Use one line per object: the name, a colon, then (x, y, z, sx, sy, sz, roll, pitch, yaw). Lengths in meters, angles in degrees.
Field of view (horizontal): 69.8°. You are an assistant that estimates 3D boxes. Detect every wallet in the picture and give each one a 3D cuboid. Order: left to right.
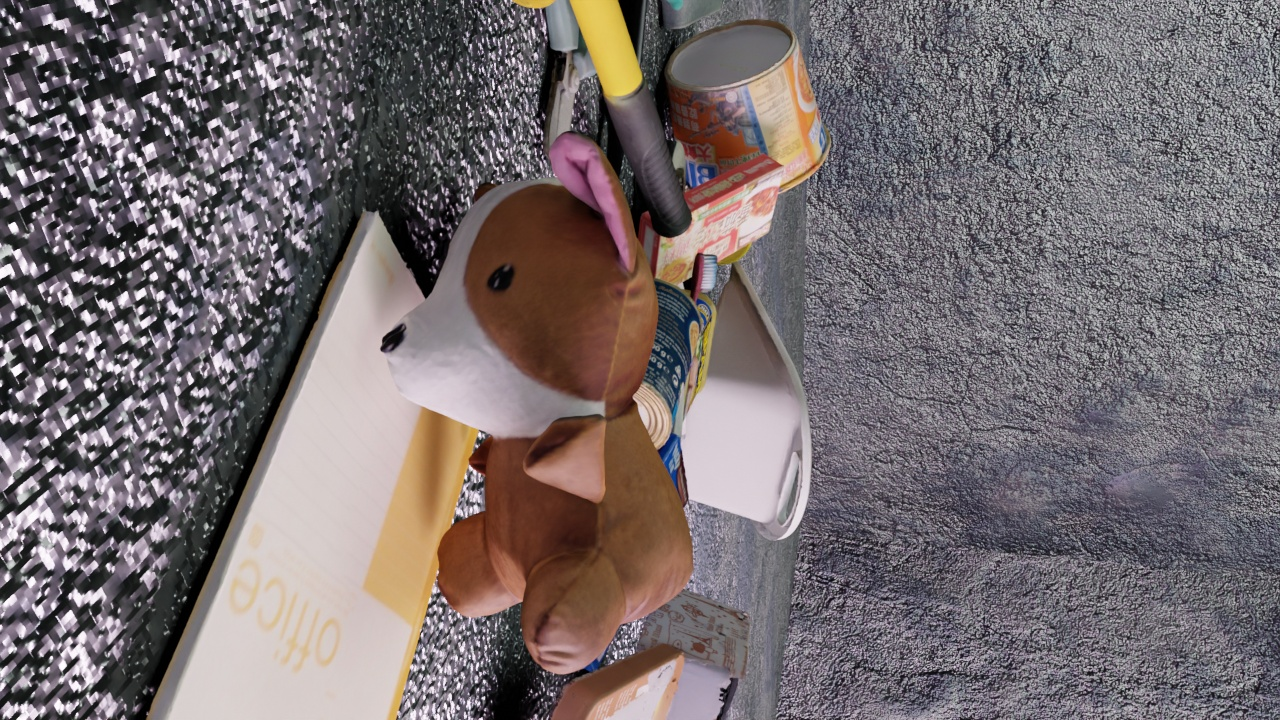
wallet: (0.042, -0.371, 0.814, 0.106, 0.037, 0.130, -48, 140, -52)

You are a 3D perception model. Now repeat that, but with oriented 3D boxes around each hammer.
hammer: (-0.010, -0.173, 0.572, 0.301, 0.033, 0.128, 63, 37, -60)

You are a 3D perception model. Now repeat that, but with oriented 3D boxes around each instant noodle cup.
instant noodle cup: (0.093, -0.235, 0.849, 0.111, 0.151, 0.151, 69, 27, -42)

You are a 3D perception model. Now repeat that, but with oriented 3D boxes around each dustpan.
dustpan: (0.123, 0.057, 0.975, 0.257, 0.143, 0.223, -61, 163, -53)

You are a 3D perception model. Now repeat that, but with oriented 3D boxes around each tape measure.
tape measure: (0.018, -0.154, 0.774, 0.066, 0.033, 0.066, -41, 135, -71)

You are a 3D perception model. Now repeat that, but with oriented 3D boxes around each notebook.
notebook: (-0.109, 0.068, 0.354, 0.146, 0.010, 0.205, 73, 24, -56)

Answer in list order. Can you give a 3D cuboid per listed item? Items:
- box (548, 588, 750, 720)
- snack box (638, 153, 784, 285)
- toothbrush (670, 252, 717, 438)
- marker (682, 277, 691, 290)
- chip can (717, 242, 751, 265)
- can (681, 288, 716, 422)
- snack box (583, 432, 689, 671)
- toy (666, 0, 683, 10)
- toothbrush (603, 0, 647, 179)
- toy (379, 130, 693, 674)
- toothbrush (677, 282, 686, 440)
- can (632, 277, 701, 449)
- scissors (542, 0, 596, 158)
box: (-0.005, 0.266, 0.605, 0.260, 0.103, 0.178, -12, 120, -81)
snack box: (0.058, -0.115, 0.776, 0.152, 0.025, 0.075, -32, 146, -33)
toothbrush: (0.037, 0.005, 0.706, 0.016, 0.017, 0.188, -123, -144, -56)
marker: (0.055, -0.059, 0.982, 0.132, 0.020, 0.022, 73, -5, -52)
chip can: (0.108, -0.165, 1.061, 0.213, 0.072, 0.072, -50, 142, -68)
can: (0.023, 0.002, 0.766, 0.083, 0.057, 0.102, -58, 158, -59)
snack box: (-0.012, 0.132, 0.654, 0.156, 0.026, 0.085, -57, 152, -33)
toy: (0.019, -0.344, 0.729, 0.096, 0.030, 0.091, 42, 60, -48)
toothbrush: (-0.014, -0.188, 0.651, 0.027, 0.026, 0.212, 56, 39, -81)
toy: (-0.044, 0.014, 0.380, 0.130, 0.140, 0.199, 1, 91, -35)
toothbrush: (0.034, -0.033, 0.885, 0.026, 0.027, 0.221, -13, 106, -61)
can: (-0.004, 0.004, 0.634, 0.110, 0.075, 0.075, -70, 159, -48)
scissors: (-0.037, -0.193, 0.575, 0.129, 0.019, 0.185, -13, 107, -76)
